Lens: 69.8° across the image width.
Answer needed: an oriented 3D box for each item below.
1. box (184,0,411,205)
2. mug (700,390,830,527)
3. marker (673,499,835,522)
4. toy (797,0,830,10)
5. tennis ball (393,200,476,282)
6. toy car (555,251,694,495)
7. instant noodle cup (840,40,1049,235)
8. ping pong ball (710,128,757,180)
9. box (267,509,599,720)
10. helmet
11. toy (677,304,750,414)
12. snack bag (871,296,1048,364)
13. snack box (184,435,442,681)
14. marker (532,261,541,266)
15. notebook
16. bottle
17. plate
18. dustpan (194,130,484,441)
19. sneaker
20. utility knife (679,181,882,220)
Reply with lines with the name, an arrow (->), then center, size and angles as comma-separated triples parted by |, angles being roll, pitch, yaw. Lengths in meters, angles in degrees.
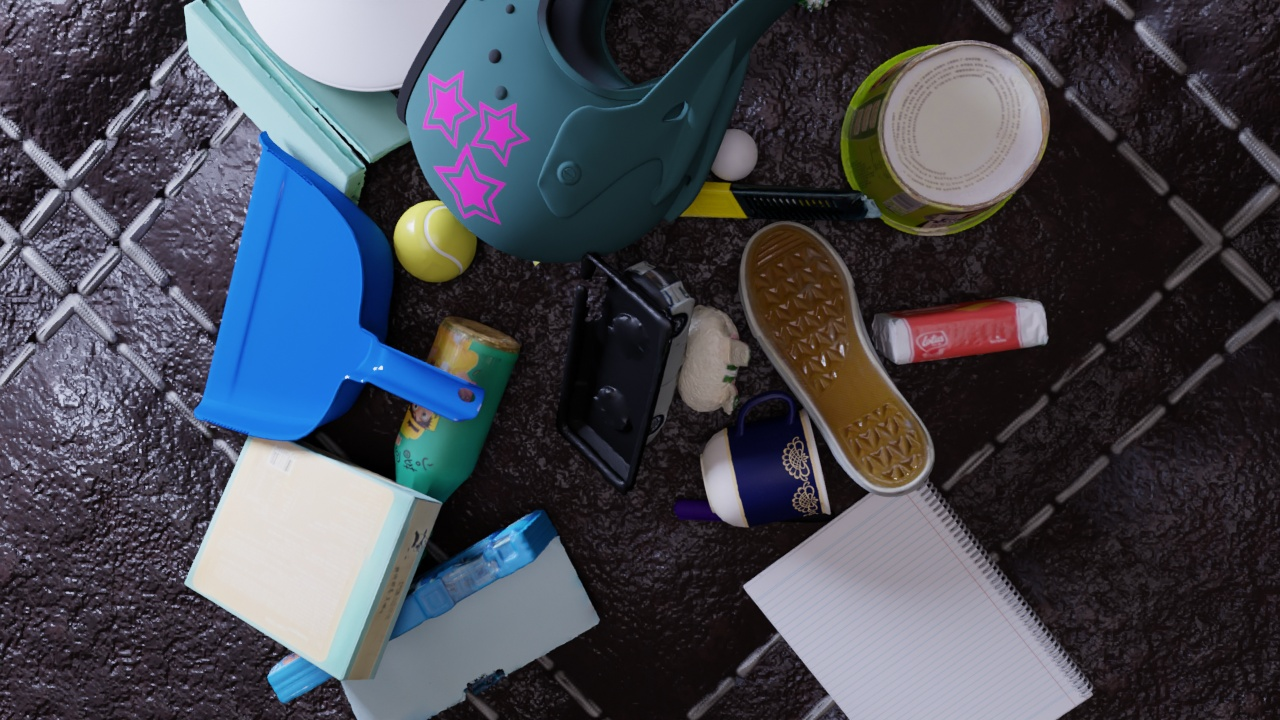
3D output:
box -> -0.269, -0.225, 0.750 | 0.188, 0.077, 0.092 | 46, 63, 0
mug -> 0.093, 0.077, 0.722 | 0.089, 0.085, 0.112 | -13, 115, 8
marker -> 0.095, 0.127, 0.767 | 0.134, 0.015, 0.018 | 2, 124, 4
toy -> 0.149, -0.322, 0.703 | 0.109, 0.041, 0.095 | -30, 78, 3
tennis ball -> -0.165, -0.096, 0.738 | 0.065, 0.065, 0.065 | 0, 96, 4
toy car -> -0.004, 0.004, 0.702 | 0.094, 0.071, 0.192 | 40, 141, 26
instant noodle cup -> 0.229, -0.169, 0.683 | 0.146, 0.097, 0.146 | 0, 96, 5
ping pong ball -> 0.072, -0.162, 0.725 | 0.040, 0.040, 0.040 | 0, 96, 4
box -> -0.164, 0.234, 0.758 | 0.243, 0.094, 0.115 | -30, 89, 7
helmet -> -0.029, -0.190, 0.654 | 0.200, 0.176, 0.275 | 41, 110, 0
toy -> 0.049, -0.001, 0.738 | 0.050, 0.112, 0.087 | -11, 110, -38
snack bag -> 0.243, -0.024, 0.707 | 0.116, 0.077, 0.036 | -7, 97, 5
snack box -> -0.263, 0.146, 0.727 | 0.194, 0.044, 0.141 | 17, 82, 29
marker -> -0.118, -0.136, 0.756 | 0.014, 0.014, 0.132 | -34, 92, 7
notebook -> 0.233, 0.233, 0.768 | 0.178, 0.013, 0.245 | -39, 92, 8
bottle -> -0.166, 0.071, 0.754 | 0.068, 0.068, 0.210 | 22, 97, 2
plate -> -0.206, -0.316, 0.668 | 0.229, 0.030, 0.229 | 1, 99, 9
dustpan -> -0.232, -0.020, 0.722 | 0.258, 0.059, 0.246 | 23, 105, 10
sneaker -> 0.146, 0.003, 0.713 | 0.087, 0.079, 0.235 | -26, 70, 2
utility knife -> 0.102, -0.124, 0.721 | 0.173, 0.020, 0.029 | 6, 130, 14
